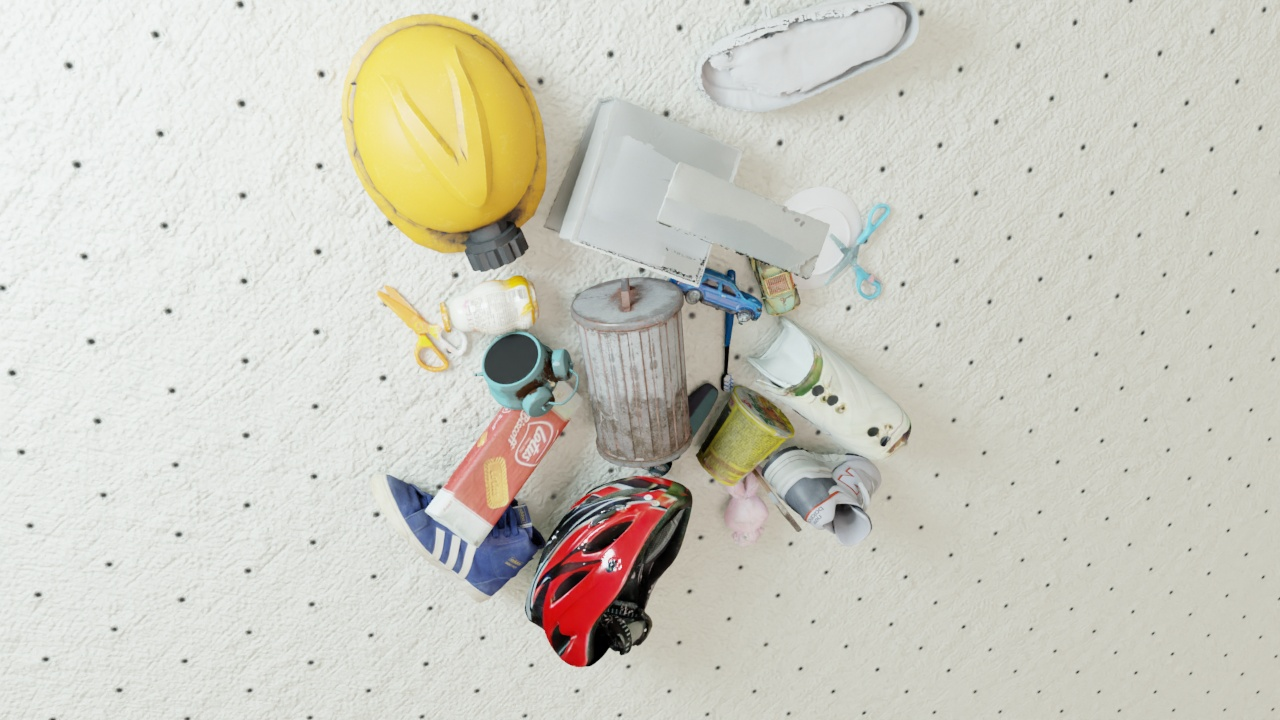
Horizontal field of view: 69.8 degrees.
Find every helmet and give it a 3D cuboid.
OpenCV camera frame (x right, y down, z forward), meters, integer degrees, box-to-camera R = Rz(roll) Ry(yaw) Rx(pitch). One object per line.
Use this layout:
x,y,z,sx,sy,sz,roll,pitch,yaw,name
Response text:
-0.035,0.257,1.163,0.167,0.217,0.272,35,101,17,helmet
-0.190,-0.215,0.930,0.205,0.131,0.255,-24,118,-6,helmet

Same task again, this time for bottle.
-0.172,-0.059,1.046,0.108,0.063,0.063,-12,117,-12,bottle

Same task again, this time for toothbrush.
0.114,-0.036,1.178,0.014,0.014,0.168,-26,126,-45,toothbrush

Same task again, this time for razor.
0.052,0.090,1.202,0.047,0.052,0.143,37,88,-30,razor

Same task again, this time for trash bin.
-0.007,0.006,1.093,0.130,0.130,0.211,-14,119,-12,trash bin

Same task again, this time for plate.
0.223,-0.152,1.163,0.134,0.011,0.135,-7,115,-15,plate

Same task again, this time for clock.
-0.129,0.015,1.061,0.090,0.124,0.053,-62,153,-19,clock

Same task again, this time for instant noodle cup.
0.133,0.104,1.208,0.102,0.102,0.108,26,112,-27,instant noodle cup

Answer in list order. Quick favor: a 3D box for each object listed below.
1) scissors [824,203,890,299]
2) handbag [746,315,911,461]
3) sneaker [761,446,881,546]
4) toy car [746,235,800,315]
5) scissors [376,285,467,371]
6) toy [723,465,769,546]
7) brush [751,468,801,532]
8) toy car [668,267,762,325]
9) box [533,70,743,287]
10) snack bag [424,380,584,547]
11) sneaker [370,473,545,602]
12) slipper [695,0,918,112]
0.289,-0.138,1.185,0.135,0.015,0.135,36,89,-43,scissors
0.244,0.044,1.188,0.198,0.142,0.096,35,101,-27,handbag
0.271,0.193,1.243,0.239,0.124,0.089,14,123,-40,sneaker
0.168,-0.099,1.145,0.047,0.047,0.112,-18,120,10,toy car
-0.251,-0.044,1.054,0.070,0.013,0.130,-35,121,-1,scissors
0.146,0.202,1.281,0.063,0.047,0.110,-7,104,-19,toy
0.168,0.170,1.217,0.008,0.143,0.045,-39,128,3,brush
0.094,-0.083,1.119,0.120,0.056,0.044,21,107,-11,toy car
-0.036,-0.244,1.154,0.168,0.403,0.172,17,106,-24,box
-0.158,0.111,1.095,0.077,0.041,0.224,45,72,-29,snack bag
-0.210,0.196,1.131,0.118,0.091,0.233,-33,120,3,sneaker
0.179,-0.351,1.022,0.247,0.074,0.112,-19,112,2,slipper
